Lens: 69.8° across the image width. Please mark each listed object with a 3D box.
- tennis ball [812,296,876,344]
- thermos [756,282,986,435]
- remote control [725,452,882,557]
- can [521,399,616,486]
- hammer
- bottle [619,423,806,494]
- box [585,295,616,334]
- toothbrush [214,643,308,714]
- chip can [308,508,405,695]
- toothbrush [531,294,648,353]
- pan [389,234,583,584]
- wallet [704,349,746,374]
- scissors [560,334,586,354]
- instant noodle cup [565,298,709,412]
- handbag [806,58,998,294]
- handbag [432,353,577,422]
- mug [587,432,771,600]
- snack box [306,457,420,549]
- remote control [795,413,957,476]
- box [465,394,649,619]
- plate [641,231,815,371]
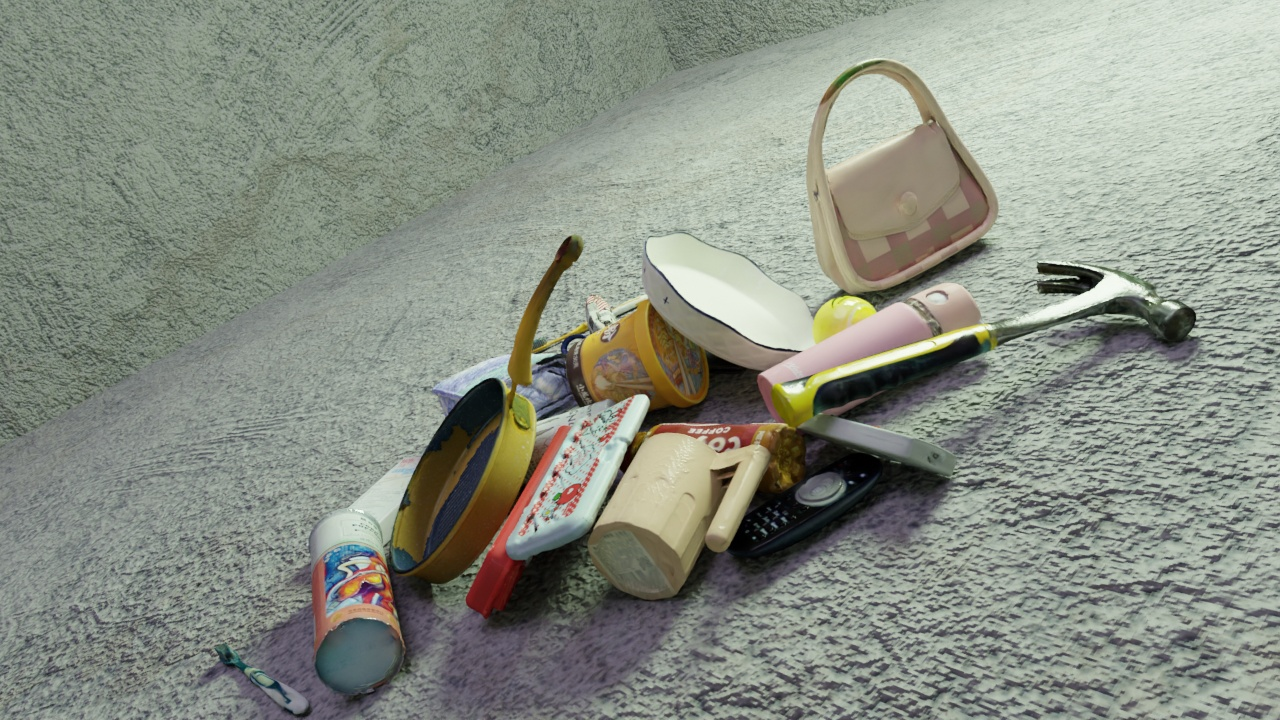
[{"bbox_3d":[0.198,-0.029,0.881,0.065,0.065,0.065,-21,22,9],"label":"tennis ball"},{"bbox_3d":[0.209,0.003,0.808,0.198,0.067,0.087,-25,44,-6],"label":"thermos"},{"bbox_3d":[0.123,0.113,0.690,0.136,0.024,0.053,-29,19,-11],"label":"remote control"},{"bbox_3d":[-0.087,0.086,0.923,0.147,0.058,0.058,-18,23,15],"label":"can"},{"bbox_3d":[0.259,-0.013,0.735,0.323,0.032,0.126,-17,30,-7],"label":"hammer"},{"bbox_3d":[0.055,0.082,0.786,0.175,0.057,0.057,-4,30,42],"label":"bottle"},{"bbox_3d":[-0.042,-0.039,1.159,0.052,0.069,0.164,-32,24,5],"label":"box"},{"bbox_3d":[-0.334,0.276,0.802,0.192,0.018,0.016,0,32,47],"label":"toothbrush"},{"bbox_3d":[-0.255,0.205,0.810,0.071,0.071,0.215,-29,23,-11],"label":"chip can"},{"bbox_3d":[-0.071,-0.055,1.284,0.191,0.018,0.016,-25,23,-2],"label":"toothbrush"},{"bbox_3d":[-0.131,0.045,0.816,0.358,0.078,0.197,-50,26,19],"label":"pan"},{"bbox_3d":[0.107,-0.023,1.029,0.096,0.020,0.122,-1,34,45],"label":"wallet"},{"bbox_3d":[-0.040,0.022,1.059,0.133,0.012,0.172,-55,51,13],"label":"scissors"},{"bbox_3d":[-0.006,0.006,0.959,0.115,0.118,0.118,-22,20,28],"label":"instant noodle cup"},{"bbox_3d":[0.264,-0.206,0.989,0.193,0.234,0.093,-27,20,-7],"label":"handbag"},{"bbox_3d":[-0.152,0.039,1.050,0.134,0.075,0.194,-26,12,-22],"label":"handbag"},{"bbox_3d":[0.031,0.114,0.696,0.125,0.084,0.103,-18,23,36],"label":"mug"},{"bbox_3d":[-0.278,0.161,0.996,0.085,0.027,0.156,-6,28,40],"label":"snack box"},{"bbox_3d":[0.176,0.061,0.715,0.135,0.056,0.019,14,83,58],"label":"remote control"},{"bbox_3d":[-0.070,0.112,0.779,0.162,0.058,0.200,-44,10,31],"label":"box"},{"bbox_3d":[0.089,-0.058,0.937,0.046,0.205,0.204,-59,6,27],"label":"plate"}]
